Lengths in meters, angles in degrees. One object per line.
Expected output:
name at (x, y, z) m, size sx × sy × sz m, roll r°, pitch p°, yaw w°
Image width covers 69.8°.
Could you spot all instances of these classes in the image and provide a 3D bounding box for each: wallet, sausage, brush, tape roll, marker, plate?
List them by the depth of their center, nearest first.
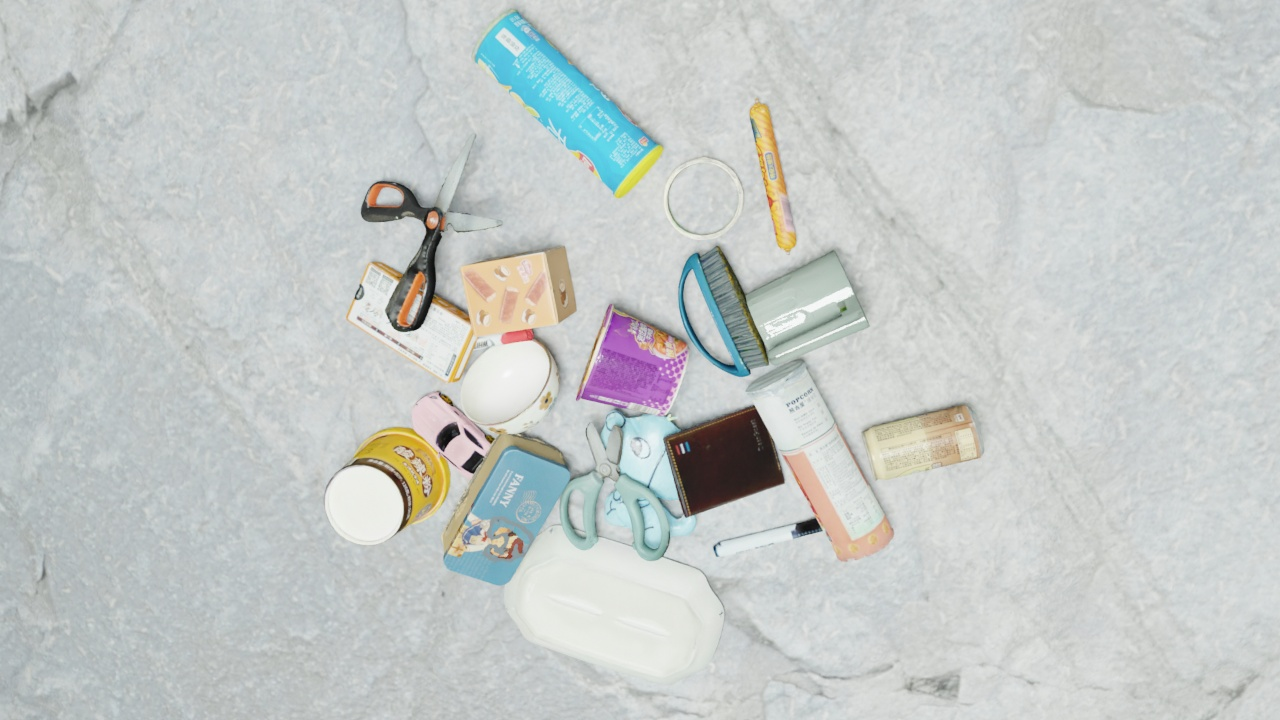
sausage at (0.139, -0.191, 0.960) m, size 0.021 × 0.021 × 0.165 m, roll -12°, pitch 99°, yaw 11°
tape roll at (0.067, -0.172, 0.979) m, size 0.086 × 0.014 × 0.086 m, roll 2°, pitch 101°, yaw 8°
brush at (0.082, -0.047, 0.981) m, size 0.073 × 0.055 × 0.144 m, roll -23°, pitch 98°, yaw 11°
wallet at (0.092, 0.110, 1.008) m, size 0.122 × 0.020 × 0.096 m, roll -17°, pitch 100°, yaw -14°
marker at (-0.187, -0.019, 1.032) m, size 0.145 × 0.017 × 0.017 m, roll -9°, pitch 100°, yaw 23°
marker at (0.146, 0.200, 1.039) m, size 0.131 × 0.018 × 0.023 m, roll -16°, pitch 142°, yaw 10°
plate at (-0.036, 0.295, 1.078) m, size 0.266 × 0.034 × 0.162 m, roll 18°, pitch 103°, yaw 5°

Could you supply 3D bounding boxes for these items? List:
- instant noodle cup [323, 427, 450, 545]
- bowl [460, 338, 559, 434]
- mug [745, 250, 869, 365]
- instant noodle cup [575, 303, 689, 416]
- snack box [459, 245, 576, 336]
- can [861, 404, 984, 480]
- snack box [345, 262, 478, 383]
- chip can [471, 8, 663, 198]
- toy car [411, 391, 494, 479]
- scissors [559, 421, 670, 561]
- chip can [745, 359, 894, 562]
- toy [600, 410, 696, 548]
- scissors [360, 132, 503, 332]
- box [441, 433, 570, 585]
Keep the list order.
instant noodle cup at (-0.293, 0.147, 1.047) m, size 0.118 × 0.114 × 0.118 m, roll 2°, pitch 101°, yaw 9°
bowl at (-0.136, 0.037, 1.017) m, size 0.113 × 0.113 × 0.062 m, roll -22°, pitch 138°, yaw 12°
mug at (0.171, -0.046, 0.935) m, size 0.103 × 0.123 × 0.084 m, roll -25°, pitch 114°, yaw 15°
instant noodle cup at (-0.006, 0.006, 0.984) m, size 0.099 × 0.111 × 0.112 m, roll 18°, pitch 103°, yaw -5°
snack box at (-0.129, -0.075, 0.988) m, size 0.094 × 0.092 × 0.077 m, roll -9°, pitch 100°, yaw 10°
can at (0.298, 0.088, 0.973) m, size 0.116 × 0.058 × 0.058 m, roll -15°, pitch 99°, yaw 11°
snack box at (-0.256, -0.043, 1.031) m, size 0.154 × 0.026 × 0.075 m, roll 30°, pitch 106°, yaw 15°
chip can at (-0.075, -0.265, 0.953) m, size 0.210 × 0.071 × 0.071 m, roll 43°, pitch 104°, yaw -1°
toy car at (-0.215, 0.090, 1.064) m, size 0.122 × 0.037 × 0.056 m, roll 42°, pitch 102°, yaw 0°
scissors at (-0.019, 0.153, 1.012) m, size 0.172 × 0.019 × 0.177 m, roll 24°, pitch 116°, yaw 19°
chip can at (0.194, 0.109, 0.987) m, size 0.071 × 0.071 × 0.215 m, roll -28°, pitch 96°, yaw 13°
toy at (0.010, 0.129, 1.031) m, size 0.161 × 0.049 × 0.156 m, roll 37°, pitch 106°, yaw -5°
scissors at (-0.230, -0.136, 0.970) m, size 0.234 × 0.021 × 0.221 m, roll 19°, pitch 99°, yaw 37°
box at (-0.152, 0.162, 1.043) m, size 0.089 × 0.062 × 0.184 m, roll 22°, pitch 108°, yaw -23°
